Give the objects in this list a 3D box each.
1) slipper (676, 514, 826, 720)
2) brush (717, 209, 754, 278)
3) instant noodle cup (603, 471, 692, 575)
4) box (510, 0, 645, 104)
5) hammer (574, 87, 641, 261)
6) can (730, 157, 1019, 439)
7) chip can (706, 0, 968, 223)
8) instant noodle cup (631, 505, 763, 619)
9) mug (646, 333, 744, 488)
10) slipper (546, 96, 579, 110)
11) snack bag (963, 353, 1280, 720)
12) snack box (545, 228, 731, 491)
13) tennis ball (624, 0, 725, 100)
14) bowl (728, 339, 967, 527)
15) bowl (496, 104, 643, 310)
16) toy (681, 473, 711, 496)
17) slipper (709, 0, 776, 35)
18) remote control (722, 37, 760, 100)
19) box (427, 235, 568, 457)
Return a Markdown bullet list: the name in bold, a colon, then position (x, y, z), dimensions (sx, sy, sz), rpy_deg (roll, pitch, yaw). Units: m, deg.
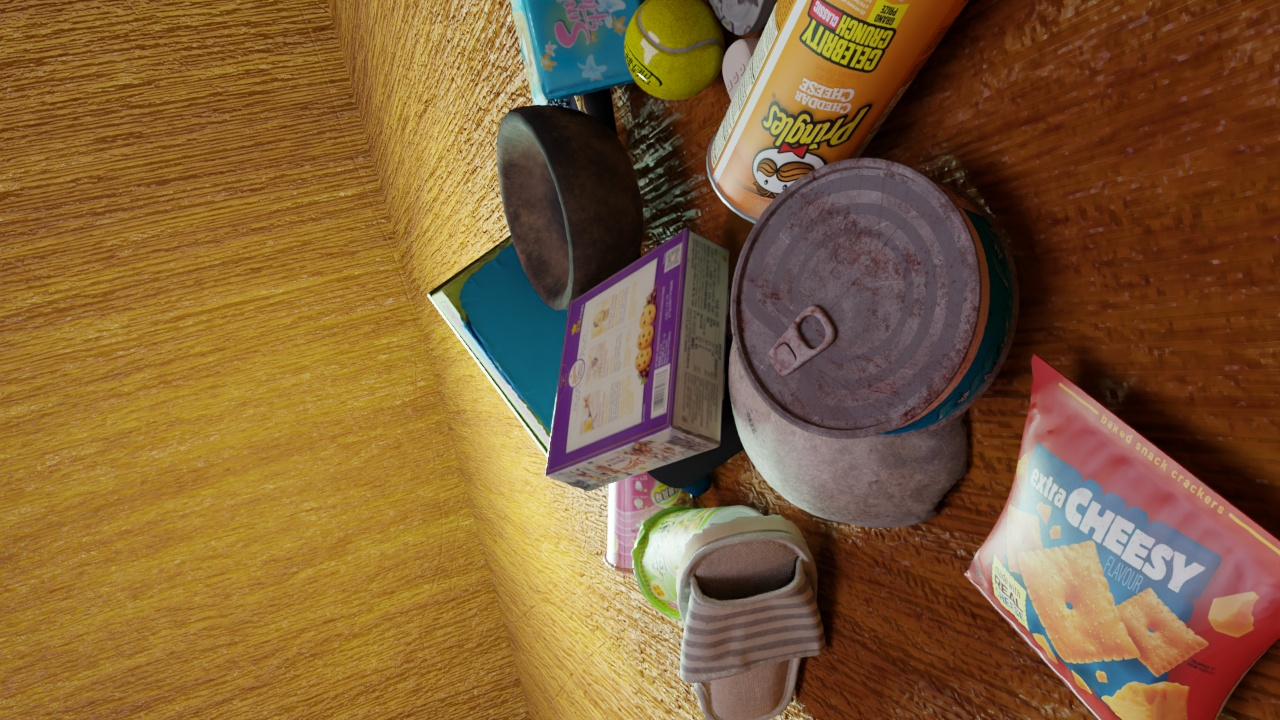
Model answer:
- **slipper**: position (0.083, 0.216, 0.703), dimensions (0.054, 0.114, 0.273), rpy_deg (-108, 7, -46)
- **brush**: position (0.072, -0.085, 0.587), dimensions (0.126, 0.017, 0.048), rpy_deg (98, 151, -73)
- **instant noodle cup**: position (0.008, 0.136, 0.880), dimensions (0.098, 0.097, 0.109), rpy_deg (-159, 62, -67)
- **box**: position (-0.075, -0.313, 0.690), dimensions (0.170, 0.085, 0.227), rpy_deg (0, 107, 44)
- **hammer**: position (-0.029, -0.174, 0.783), dimensions (0.123, 0.036, 0.320), rpy_deg (163, 93, -68)
- **can**: position (0.108, -0.028, 0.439), dimensions (0.130, 0.044, 0.130), rpy_deg (-4, 85, 43)
- **chip can**: position (0.095, -0.149, 0.421), dimensions (0.215, 0.075, 0.075), rpy_deg (117, 133, -63)
- **instant noodle cup**: position (0.059, 0.163, 0.762), dimensions (0.108, 0.098, 0.099), rpy_deg (-35, 72, 61)
- **mug**: position (0.041, 0.024, 0.671), dimensions (0.088, 0.078, 0.113), rpy_deg (-39, 42, 32)
- **slipper**: position (-0.074, -0.167, 0.869), dimensions (0.101, 0.082, 0.264), rpy_deg (32, 134, 60)
- **snack bag**: position (0.197, 0.090, 0.386), dimensions (0.130, 0.039, 0.144), rpy_deg (-127, 28, -46)
- **snack box**: position (-0.004, 0.004, 0.629), dimensions (0.148, 0.040, 0.143), rpy_deg (-26, 50, 48)
- **tennis ball**: position (0.022, -0.204, 0.596), dimensions (0.065, 0.065, 0.065), rpy_deg (163, 90, -71)
- **bowl**: position (0.101, 0.022, 0.543), dimensions (0.179, 0.081, 0.178), rpy_deg (165, 90, -71)
- **bowl**: position (-0.055, -0.126, 0.738), dimensions (0.162, 0.070, 0.162), rpy_deg (51, 150, 44)
- **toy**: position (0.035, 0.052, 0.771), dimensions (0.113, 0.070, 0.177), rpy_deg (47, 149, 31)
- **slipper**: position (0.057, -0.284, 0.457), dimensions (0.098, 0.054, 0.269), rpy_deg (58, 157, 33)
- **remote control**: position (0.080, -0.136, 0.563), dimensions (0.038, 0.018, 0.125), rpy_deg (143, 108, -70)
- **box**: position (-0.085, -0.011, 0.865), dimensions (0.221, 0.124, 0.083), rpy_deg (52, 163, -11)
